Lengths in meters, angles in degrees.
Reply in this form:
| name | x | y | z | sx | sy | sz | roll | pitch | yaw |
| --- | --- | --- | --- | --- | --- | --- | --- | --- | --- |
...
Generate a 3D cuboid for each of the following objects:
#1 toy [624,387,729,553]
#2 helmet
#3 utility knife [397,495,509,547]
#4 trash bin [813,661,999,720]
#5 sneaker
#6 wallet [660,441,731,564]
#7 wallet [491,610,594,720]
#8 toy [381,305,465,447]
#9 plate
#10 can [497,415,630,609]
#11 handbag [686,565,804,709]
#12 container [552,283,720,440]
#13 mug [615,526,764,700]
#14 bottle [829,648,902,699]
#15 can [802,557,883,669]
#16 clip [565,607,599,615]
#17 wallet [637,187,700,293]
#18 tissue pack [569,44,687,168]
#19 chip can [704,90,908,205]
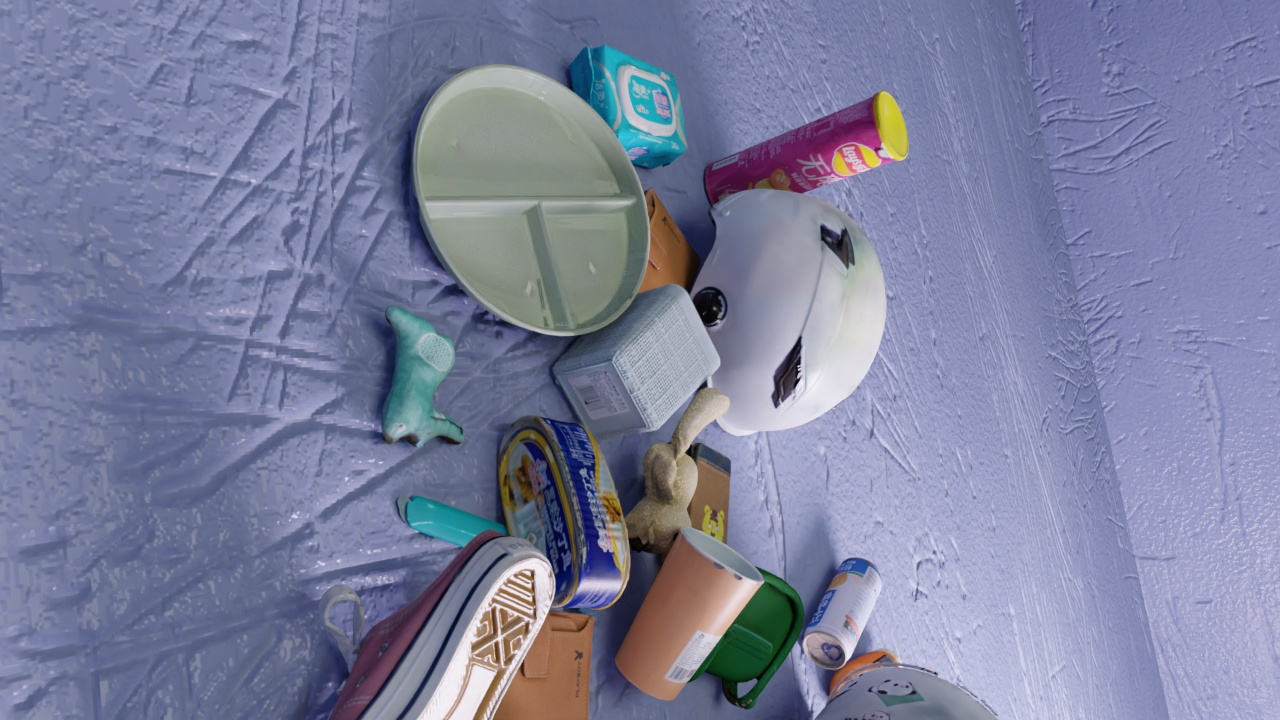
| name | x | y | z | sx | sy | sz | roll | pitch | yaw |
| --- | --- | --- | --- | --- | --- | --- | --- | --- | --- |
| toy | 0.034 | 0.094 | 0.790 | 0.066 | 0.105 | 0.157 | 26 | 76 | -2 |
| helmet | 0.168 | -0.047 | 0.938 | 0.228 | 0.146 | 0.258 | 22 | 75 | -50 |
| utility knife | -0.112 | 0.127 | 0.666 | 0.157 | 0.013 | 0.029 | 31 | 53 | -40 |
| trash bin | 0.200 | 0.430 | 0.814 | 0.251 | 0.230 | 0.229 | -16 | 92 | -47 |
| sneaker | -0.146 | 0.201 | 0.536 | 0.240 | 0.088 | 0.118 | -58 | 139 | -15 |
| wallet | 0.053 | 0.139 | 0.861 | 0.090 | 0.033 | 0.115 | 27 | 61 | -46 |
| wallet | -0.085 | 0.230 | 0.653 | 0.131 | 0.031 | 0.107 | 25 | 61 | -48 |
| toy | -0.151 | 0.020 | 0.636 | 0.096 | 0.030 | 0.091 | 38 | 55 | -49 |
| plate | -0.085 | -0.128 | 0.744 | 0.230 | 0.028 | 0.230 | 16 | 65 | -39 |
| can | -0.058 | 0.110 | 0.673 | 0.049 | 0.075 | 0.148 | 17 | 45 | -47 |
| handbag | 0.082 | 0.242 | 0.820 | 0.131 | 0.068 | 0.120 | 38 | 70 | -45 |
| container | -0.005 | 0.005 | 0.782 | 0.111 | 0.090 | 0.090 | -47 | 115 | -46 |
| mug | 0.035 | 0.207 | 0.741 | 0.078 | 0.078 | 0.123 | 27 | 95 | -45 |
| bottle | 0.265 | 0.362 | 1.045 | 0.149 | 0.067 | 0.066 | -2 | 80 | -60 |
| can | 0.226 | 0.279 | 1.021 | 0.134 | 0.053 | 0.053 | -41 | 112 | -50 |
| clip | -0.045 | 0.174 | 0.733 | 0.026 | 0.038 | 0.058 | 25 | 62 | -44 |
| wallet | 0.007 | -0.091 | 0.878 | 0.119 | 0.035 | 0.130 | 56 | 40 | -34 |
| tissue pack | -0.012 | -0.242 | 0.883 | 0.133 | 0.050 | 0.093 | -2 | 82 | -52 |
| chip can | 0.173 | -0.214 | 0.980 | 0.071 | 0.211 | 0.071 | 21 | 62 | -47 |
